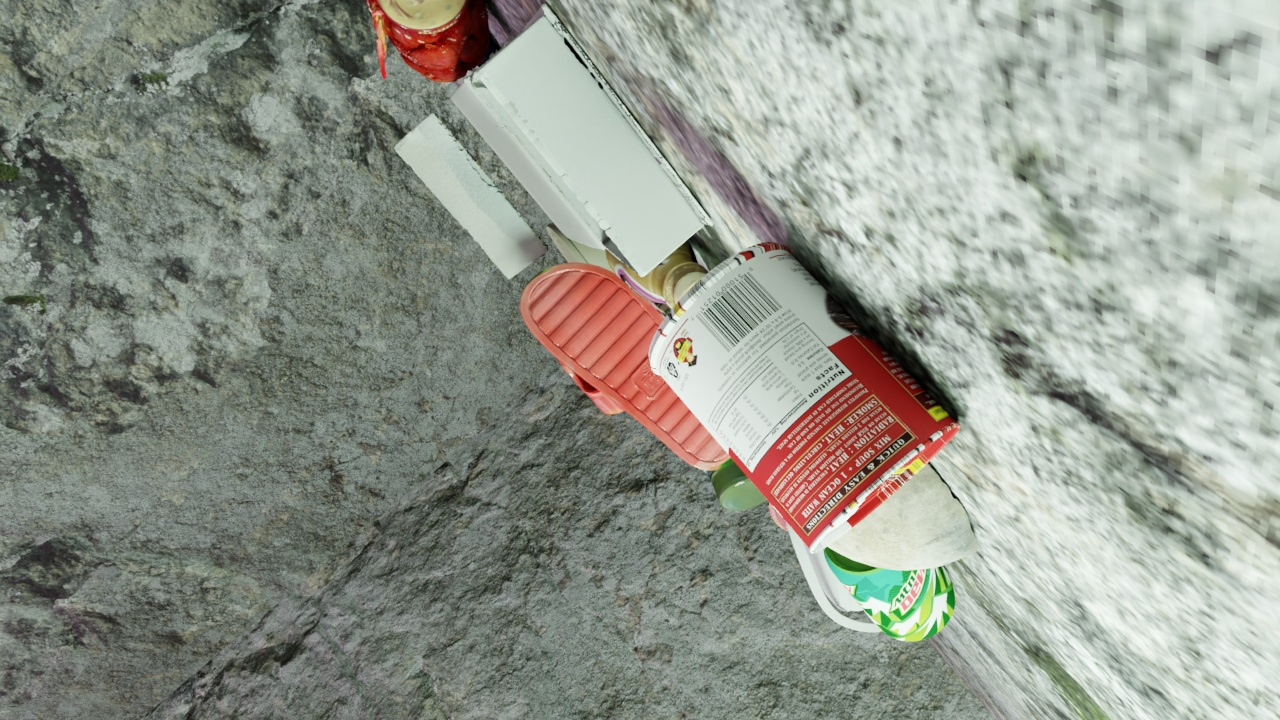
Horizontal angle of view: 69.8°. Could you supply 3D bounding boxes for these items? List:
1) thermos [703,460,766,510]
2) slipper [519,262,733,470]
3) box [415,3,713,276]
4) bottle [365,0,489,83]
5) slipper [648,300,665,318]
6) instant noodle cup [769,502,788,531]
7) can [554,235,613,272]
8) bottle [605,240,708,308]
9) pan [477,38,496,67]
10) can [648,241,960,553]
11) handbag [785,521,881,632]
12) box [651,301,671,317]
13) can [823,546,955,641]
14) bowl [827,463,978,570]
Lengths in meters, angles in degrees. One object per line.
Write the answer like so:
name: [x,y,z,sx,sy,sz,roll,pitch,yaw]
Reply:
thermos: [0.092,0.070,1.097,0.082,0.082,0.231,49,-163,-51]
slipper: [-0.005,0.005,0.857,0.249,0.103,0.059,41,168,-3]
box: [-0.076,-0.156,0.709,0.166,0.098,0.368,50,174,-18]
bottle: [-0.171,-0.271,0.722,0.099,0.099,0.111,50,176,0]
slipper: [0.027,-0.071,0.988,0.221,0.055,0.107,51,179,36]
instant noodle cup: [0.227,0.188,1.127,0.098,0.097,0.108,50,174,-25]
can: [-0.051,-0.140,1.146,0.128,0.073,0.128,51,175,6]
bottle: [0.020,-0.072,0.727,0.059,0.059,0.166,49,180,-27]
pan: [-0.193,-0.353,0.859,0.199,0.021,0.356,50,-179,-6]
can: [0.072,0.015,0.421,0.116,0.086,0.086,50,-179,20]
handbag: [0.184,0.169,0.998,0.222,0.095,0.216,-129,16,-71]
box: [0.085,-0.006,0.804,0.117,0.051,0.205,46,-177,-24]
can: [0.223,0.187,0.823,0.144,0.083,0.083,49,-179,-41]
bowl: [0.133,0.078,0.613,0.178,0.081,0.178,49,179,1]
